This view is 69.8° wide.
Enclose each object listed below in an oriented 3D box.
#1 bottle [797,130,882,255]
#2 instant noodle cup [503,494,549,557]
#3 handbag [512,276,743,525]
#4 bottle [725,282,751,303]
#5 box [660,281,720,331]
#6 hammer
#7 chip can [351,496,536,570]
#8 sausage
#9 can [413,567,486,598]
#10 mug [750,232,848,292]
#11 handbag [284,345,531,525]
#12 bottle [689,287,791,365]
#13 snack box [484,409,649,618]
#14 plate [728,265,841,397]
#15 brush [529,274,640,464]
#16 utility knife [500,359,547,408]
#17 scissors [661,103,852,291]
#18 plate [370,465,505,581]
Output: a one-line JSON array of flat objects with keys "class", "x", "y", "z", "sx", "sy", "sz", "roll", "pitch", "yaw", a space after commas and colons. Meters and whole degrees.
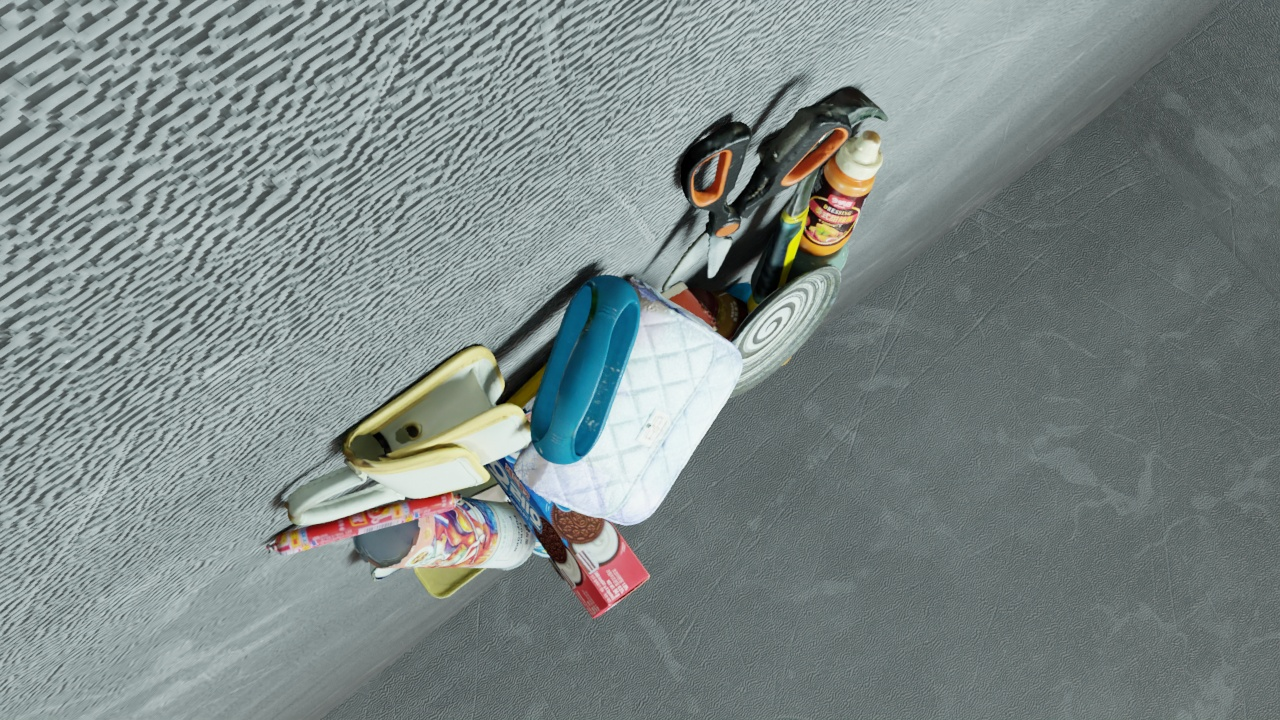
[{"class": "bottle", "x": 0.193, "y": -0.165, "z": 0.887, "sx": 0.066, "sy": 0.067, "sz": 0.150, "roll": -33, "pitch": 163, "yaw": -28}, {"class": "instant noodle cup", "x": -0.113, "y": 0.175, "z": 1.064, "sx": 0.099, "sy": 0.099, "sz": 0.110, "roll": -38, "pitch": 163, "yaw": -4}, {"class": "handbag", "x": -0.006, "y": 0.040, "z": 0.780, "sx": 0.194, "sy": 0.134, "sz": 0.075, "roll": -59, "pitch": -148, "yaw": 6}, {"class": "bottle", "x": 0.058, "y": -0.017, "z": 1.070, "sx": 0.218, "sy": 0.065, "sz": 0.065, "roll": -33, "pitch": 170, "yaw": -26}, {"class": "box", "x": -0.005, "y": 0.005, "z": 0.887, "sx": 0.168, "sy": 0.077, "sz": 0.092, "roll": -33, "pitch": 169, "yaw": -29}, {"class": "hammer", "x": 0.141, "y": -0.128, "z": 0.831, "sx": 0.126, "sy": 0.032, "sz": 0.324, "roll": -37, "pitch": 164, "yaw": -15}, {"class": "chip can", "x": -0.178, "y": 0.161, "z": 0.865, "sx": 0.071, "sy": 0.071, "sz": 0.214, "roll": -40, "pitch": 157, "yaw": 9}, {"class": "sausage", "x": -0.216, "y": 0.128, "z": 0.730, "sx": 0.155, "sy": 0.020, "sz": 0.020, "roll": -12, "pitch": 159, "yaw": -29}, {"class": "can", "x": -0.196, "y": 0.217, "z": 1.036, "sx": 0.102, "sy": 0.057, "sz": 0.083, "roll": -37, "pitch": 174, "yaw": -4}, {"class": "mug", "x": 0.185, "y": -0.112, "z": 1.009, "sx": 0.111, "sy": 0.082, "sz": 0.106, "roll": -30, "pitch": 163, "yaw": -22}, {"class": "handbag", "x": -0.166, "y": 0.075, "z": 0.675, "sx": 0.178, "sy": 0.063, "sz": 0.163, "roll": -33, "pitch": 169, "yaw": -10}, {"class": "bottle", "x": 0.105, "y": -0.037, "z": 1.006, "sx": 0.058, "sy": 0.057, "sz": 0.174, "roll": -42, "pitch": 145, "yaw": 22}, {"class": "snack box", "x": -0.079, "y": 0.150, "z": 0.905, "sx": 0.057, "sy": 0.207, "sz": 0.058, "roll": -30, "pitch": 167, "yaw": -32}, {"class": "plate", "x": 0.136, "y": -0.033, "z": 0.948, "sx": 0.179, "sy": 0.024, "sz": 0.180, "roll": -35, "pitch": 156, "yaw": -18}, {"class": "brush", "x": -0.040, "y": 0.008, "z": 0.656, "sx": 0.073, "sy": 0.055, "sz": 0.144, "roll": -94, "pitch": -156, "yaw": -84}, {"class": "utility knife", "x": -0.105, "y": 0.030, "z": 0.818, "sx": 0.168, "sy": 0.015, "sz": 0.033, "roll": -43, "pitch": 176, "yaw": 21}, {"class": "scissors", "x": 0.057, "y": -0.111, "z": 0.668, "sx": 0.228, "sy": 0.021, "sz": 0.197, "roll": -35, "pitch": 159, "yaw": 35}, {"class": "plate", "x": -0.205, "y": 0.165, "z": 1.036, "sx": 0.162, "sy": 0.034, "sz": 0.265, "roll": -42, "pitch": 171, "yaw": 26}]
